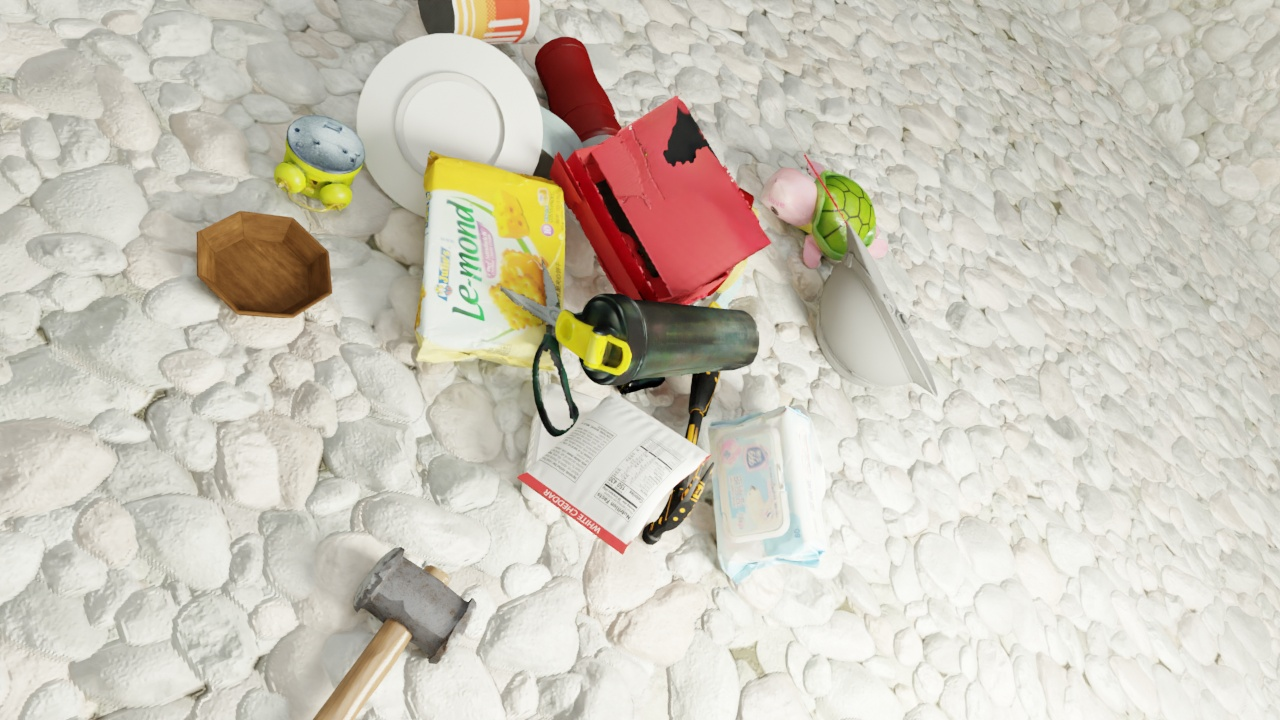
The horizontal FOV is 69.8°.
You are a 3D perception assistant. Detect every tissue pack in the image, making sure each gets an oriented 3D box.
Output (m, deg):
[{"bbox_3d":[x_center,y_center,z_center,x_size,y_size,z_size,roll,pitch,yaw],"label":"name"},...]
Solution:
[{"bbox_3d":[0.135,0.145,1.002,0.070,0.112,0.181,28,53,-52],"label":"tissue pack"}]

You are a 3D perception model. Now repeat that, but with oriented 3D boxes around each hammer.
[{"bbox_3d":[0.066,0.059,1.046,0.036,0.124,0.319,28,43,-10],"label":"hammer"},{"bbox_3d":[-0.249,0.294,0.719,0.098,0.052,0.327,37,50,-5],"label":"hammer"}]

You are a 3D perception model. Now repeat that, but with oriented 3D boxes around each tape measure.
[{"bbox_3d":[-0.006,0.006,1.080,0.061,0.034,0.061,-15,67,-40],"label":"tape measure"}]

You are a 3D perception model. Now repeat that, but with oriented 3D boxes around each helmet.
[{"bbox_3d":[0.300,-0.049,1.267,0.183,0.118,0.271,14,50,-66],"label":"helmet"}]

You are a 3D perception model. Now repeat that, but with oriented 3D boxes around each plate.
[{"bbox_3d":[-0.215,-0.262,1.041,0.208,0.209,0.015,28,6,-14],"label":"plate"},{"bbox_3d":[-0.375,-0.090,0.912,0.131,0.025,0.131,17,52,-23],"label":"plate"}]

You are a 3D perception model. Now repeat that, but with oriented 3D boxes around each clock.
[{"bbox_3d":[-0.347,-0.210,0.992,0.083,0.057,0.118,19,50,-22],"label":"clock"},{"bbox_3d":[-0.125,-0.262,1.134,0.159,0.123,0.045,36,75,-32],"label":"clock"}]

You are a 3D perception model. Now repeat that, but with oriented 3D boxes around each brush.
[{"bbox_3d":[0.119,-0.157,1.241,0.042,0.082,0.173,29,48,-13],"label":"brush"}]

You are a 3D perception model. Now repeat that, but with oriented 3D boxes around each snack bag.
[{"bbox_3d":[-0.023,0.103,0.899,0.131,0.039,0.143,32,54,22],"label":"snack bag"},{"bbox_3d":[-0.165,-0.105,1.004,0.159,0.068,0.247,9,70,-26],"label":"snack bag"}]

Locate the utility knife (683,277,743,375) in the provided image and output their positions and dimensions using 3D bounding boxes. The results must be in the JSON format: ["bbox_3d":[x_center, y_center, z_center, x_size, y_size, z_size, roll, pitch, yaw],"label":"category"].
[{"bbox_3d":[0.089,-0.053,1.199,0.030,0.019,0.224,47,43,-10],"label":"utility knife"}]

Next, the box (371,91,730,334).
[{"bbox_3d":[-0.057,-0.149,0.934,0.214,0.171,0.477,62,13,8],"label":"box"}]

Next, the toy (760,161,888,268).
[{"bbox_3d":[0.285,-0.226,1.395,0.238,0.088,0.189,21,67,-26],"label":"toy"}]

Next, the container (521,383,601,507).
[{"bbox_3d":[-0.080,0.096,0.958,0.080,0.050,0.129,20,51,-20],"label":"container"}]

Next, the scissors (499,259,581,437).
[{"bbox_3d":[-0.072,-0.004,0.974,0.201,0.015,0.203,27,56,-28],"label":"scissors"}]

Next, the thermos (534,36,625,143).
[{"bbox_3d":[-0.092,-0.336,1.233,0.108,0.084,0.198,-11,63,-17],"label":"thermos"}]

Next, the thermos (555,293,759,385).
[{"bbox_3d":[0.025,-0.021,0.980,0.220,0.098,0.098,0,60,-37],"label":"thermos"}]

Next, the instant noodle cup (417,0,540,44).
[{"bbox_3d":[-0.220,-0.478,1.225,0.120,0.124,0.123,-25,75,-34],"label":"instant noodle cup"}]

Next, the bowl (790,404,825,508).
[{"bbox_3d":[0.177,0.113,1.087,0.050,0.115,0.114,-11,62,-2],"label":"bowl"}]
